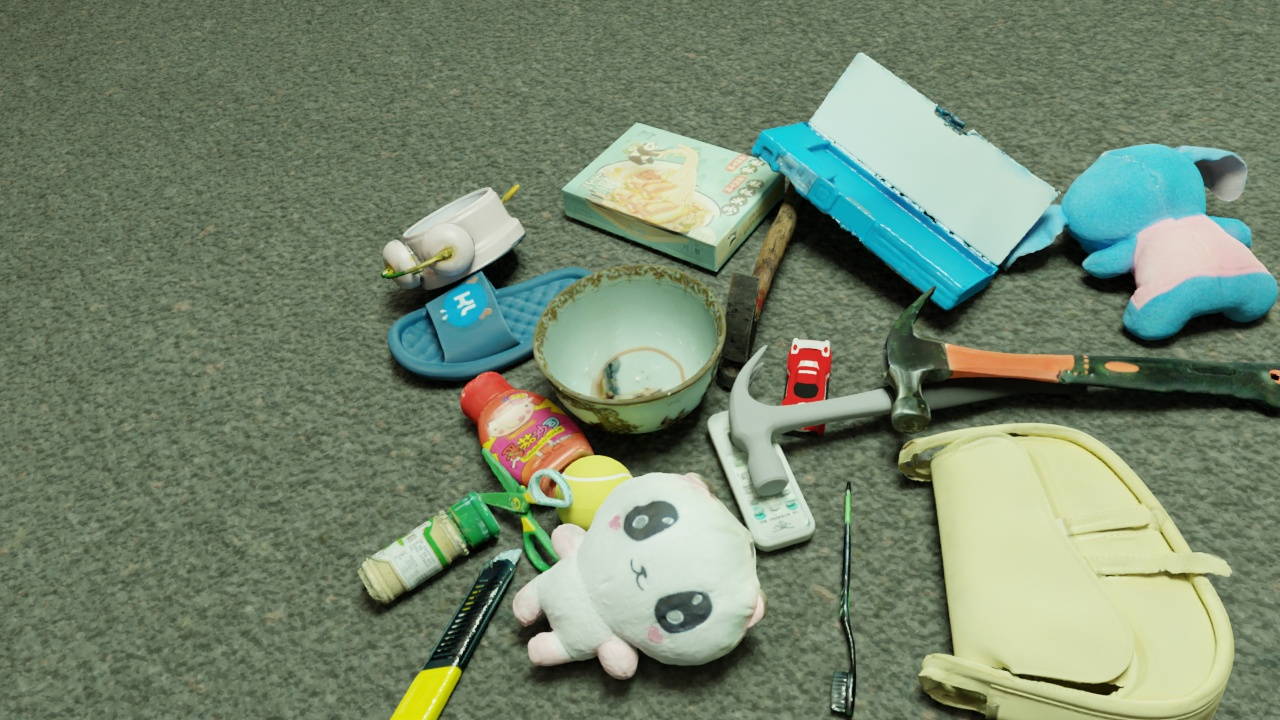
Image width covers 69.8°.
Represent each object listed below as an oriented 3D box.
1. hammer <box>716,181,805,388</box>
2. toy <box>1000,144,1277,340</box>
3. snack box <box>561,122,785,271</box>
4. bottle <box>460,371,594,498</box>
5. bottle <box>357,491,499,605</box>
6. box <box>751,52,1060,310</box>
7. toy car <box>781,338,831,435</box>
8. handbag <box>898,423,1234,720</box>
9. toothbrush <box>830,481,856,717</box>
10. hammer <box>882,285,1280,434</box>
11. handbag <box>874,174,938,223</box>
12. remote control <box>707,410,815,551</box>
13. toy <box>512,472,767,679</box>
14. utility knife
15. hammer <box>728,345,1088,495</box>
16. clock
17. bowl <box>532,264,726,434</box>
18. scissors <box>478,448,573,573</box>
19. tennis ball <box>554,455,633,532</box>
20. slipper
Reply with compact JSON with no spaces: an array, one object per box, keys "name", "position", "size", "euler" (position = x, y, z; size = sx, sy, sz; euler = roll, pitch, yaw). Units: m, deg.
[{"name":"hammer","position":[0.134,-0.125,0.884],"size":[0.033,0.120,0.329],"euler":[15,46,12]},{"name":"toy","position":[0.453,-0.106,0.825],"size":[0.224,0.099,0.191],"euler":[-18,60,3]},{"name":"snack box","position":[0.035,-0.178,0.975],"size":[0.194,0.044,0.141],"euler":[24,55,27]},{"name":"bottle","position":[-0.101,0.061,0.785],"size":[0.071,0.048,0.134],"euler":[-38,54,-21]},{"name":"bottle","position":[-0.166,0.149,0.724],"size":[0.109,0.043,0.042],"euler":[-32,52,-17]},{"name":"box","position":[0.241,-0.173,0.853],"size":[0.243,0.114,0.113],"euler":[44,41,19]},{"name":"toy car","position":[0.144,0.023,0.796],"size":[0.038,0.025,0.089],"euler":[5,50,13]},{"name":"handbag","position":[0.282,0.143,0.631],"size":[0.191,0.089,0.232],"euler":[-3,49,11]},{"name":"toothbrush","position":[0.150,0.169,0.677],"size":[0.017,0.014,0.187],"euler":[-3,48,16]},{"name":"hammer","position":[0.363,0.009,0.743],"size":[0.333,0.033,0.132],"euler":[5,52,0]},{"name":"handbag","position":[0.295,-0.212,0.978],"size":[0.084,0.027,0.177],"euler":[10,50,17]},{"name":"remote control","position":[0.096,0.094,0.744],"size":[0.050,0.022,0.133],"euler":[-16,49,-5]},{"name":"toy","position":[-0.004,0.159,0.655],"size":[0.179,0.101,0.138],"euler":[-23,72,0]},{"name":"utility knife","position":[-0.135,0.210,0.680],"size":[0.029,0.020,0.173],"euler":[16,54,20]},{"name":"hammer","position":[0.223,0.027,0.759],"size":[0.310,0.030,0.124],"euler":[-9,53,-8]},{"name":"clock","position":[-0.188,-0.115,0.905],"size":[0.117,0.059,0.157],"euler":[-11,25,38]},{"name":"bowl","position":[-0.005,0.005,0.788],"size":[0.160,0.094,0.159],"euler":[-4,49,5]},{"name":"scissors","position":[-0.093,0.105,0.725],"size":[0.012,0.113,0.131],"euler":[-9,48,-44]},{"name":"tennis ball","position":[-0.035,0.108,0.723],"size":[0.065,0.065,0.065],"euler":[-4,49,5]},{"name":"slipper","position":[-0.135,-0.042,0.874],"size":[0.213,0.059,0.103],"euler":[-17,51,-8]}]
